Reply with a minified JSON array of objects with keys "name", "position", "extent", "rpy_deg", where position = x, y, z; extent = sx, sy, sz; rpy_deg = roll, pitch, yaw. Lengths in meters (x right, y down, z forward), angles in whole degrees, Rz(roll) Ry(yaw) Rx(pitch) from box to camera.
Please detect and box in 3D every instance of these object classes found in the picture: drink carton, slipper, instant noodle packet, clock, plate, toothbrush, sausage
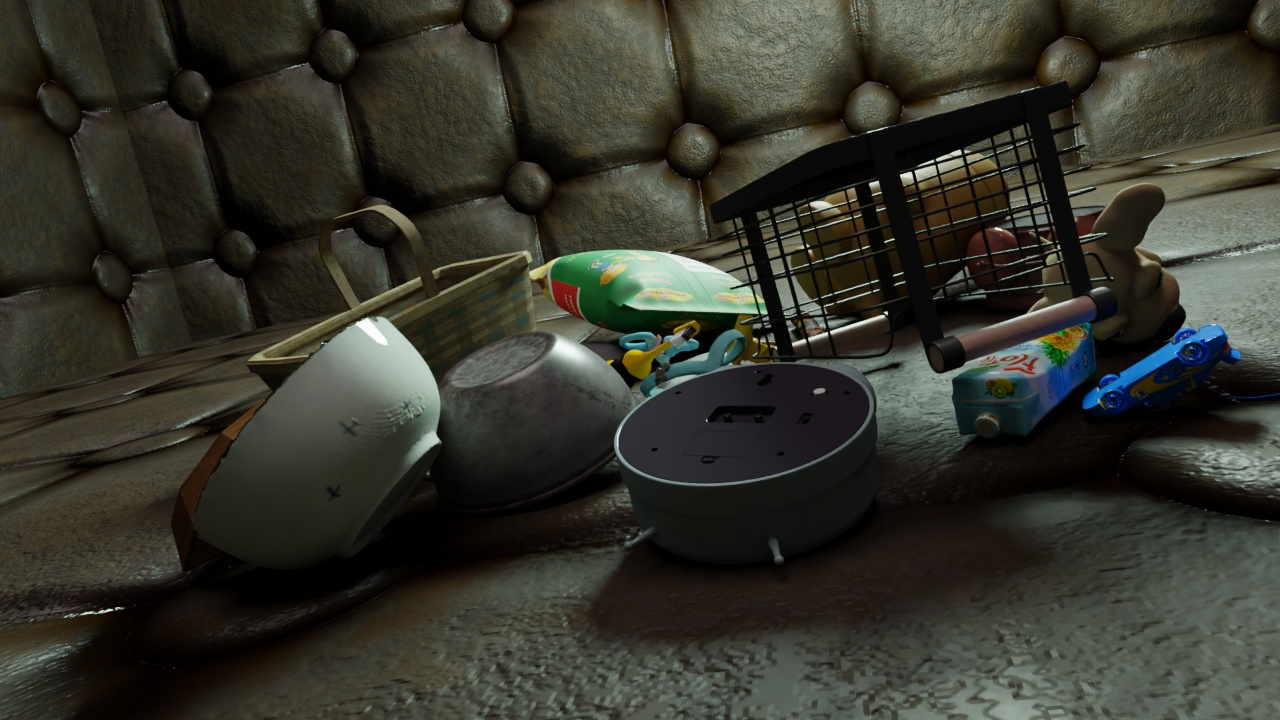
[{"name":"drink carton","position":[0.218,0.009,0.516],"extent":[0.044,0.038,0.128],"rpy_deg":[-2,13,43]},{"name":"slipper","position":[0.034,0.015,0.642],"extent":[0.098,0.055,0.268],"rpy_deg":[-26,8,-2]},{"name":"instant noodle packet","position":[0.007,-0.073,1.001],"extent":[0.195,0.090,0.253],"rpy_deg":[0,13,-36]},{"name":"clock","position":[0.356,-0.090,0.802],"extent":[0.121,0.072,0.157],"rpy_deg":[-4,12,37]},{"name":"plate","position":[-0.234,0.065,0.553],"extent":[0.131,0.025,0.131],"rpy_deg":[-53,0,-1]},{"name":"clock","position":[0.057,0.040,0.449],"extent":[0.123,0.045,0.158],"rpy_deg":[-1,24,29]},{"name":"toothbrush","position":[-0.004,0.004,0.692],"extent":[0.030,0.031,0.197],"rpy_deg":[-52,9,-29]},{"name":"sausage","position":[0.158,-0.031,0.865],"extent":[0.020,0.020,0.155],"rpy_deg":[-11,10,6]}]

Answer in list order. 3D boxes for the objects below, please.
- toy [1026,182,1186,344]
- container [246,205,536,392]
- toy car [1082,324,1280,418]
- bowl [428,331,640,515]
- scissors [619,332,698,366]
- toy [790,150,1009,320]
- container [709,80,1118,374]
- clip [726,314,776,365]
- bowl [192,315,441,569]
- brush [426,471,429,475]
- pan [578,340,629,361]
[{"name":"toy","position":[0.311,-0.054,0.620],"extent":[0.106,0.134,0.108],"rpy_deg":[34,23,11]},{"name":"container","position":[-0.229,-0.049,0.854],"extent":[0.158,0.186,0.249],"rpy_deg":[-2,24,45]},{"name":"toy car","position":[0.284,0.019,0.466],"extent":[0.092,0.062,0.033],"rpy_deg":[-41,-4,29]},{"name":"bowl","position":[-0.077,0.028,0.586],"extent":[0.145,0.067,0.144],"rpy_deg":[-18,22,7]},{"name":"scissors","position":[0.020,-0.007,0.740],"extent":[0.063,0.015,0.138],"rpy_deg":[-1,-6,7]},{"name":"toy","position":[0.257,-0.135,0.885],"extent":[0.203,0.162,0.199],"rpy_deg":[-29,-26,-12]},{"name":"container","position":[0.161,-0.071,0.590],"extent":[0.162,0.130,0.241],"rpy_deg":[-17,4,-12]},{"name":"clip","position":[0.096,-0.007,0.762],"extent":[0.047,0.053,0.039],"rpy_deg":[18,14,1]},{"name":"bowl","position":[-0.165,0.056,0.512],"extent":[0.153,0.073,0.153],"rpy_deg":[-53,-2,-2]},{"name":"brush","position":[-0.189,0.083,0.672],"extent":[0.218,0.012,0.033],"rpy_deg":[-9,10,22]},{"name":"pan","position":[-0.068,-0.006,0.983],"extent":[0.217,0.024,0.353],"rpy_deg":[-6,12,33]}]
